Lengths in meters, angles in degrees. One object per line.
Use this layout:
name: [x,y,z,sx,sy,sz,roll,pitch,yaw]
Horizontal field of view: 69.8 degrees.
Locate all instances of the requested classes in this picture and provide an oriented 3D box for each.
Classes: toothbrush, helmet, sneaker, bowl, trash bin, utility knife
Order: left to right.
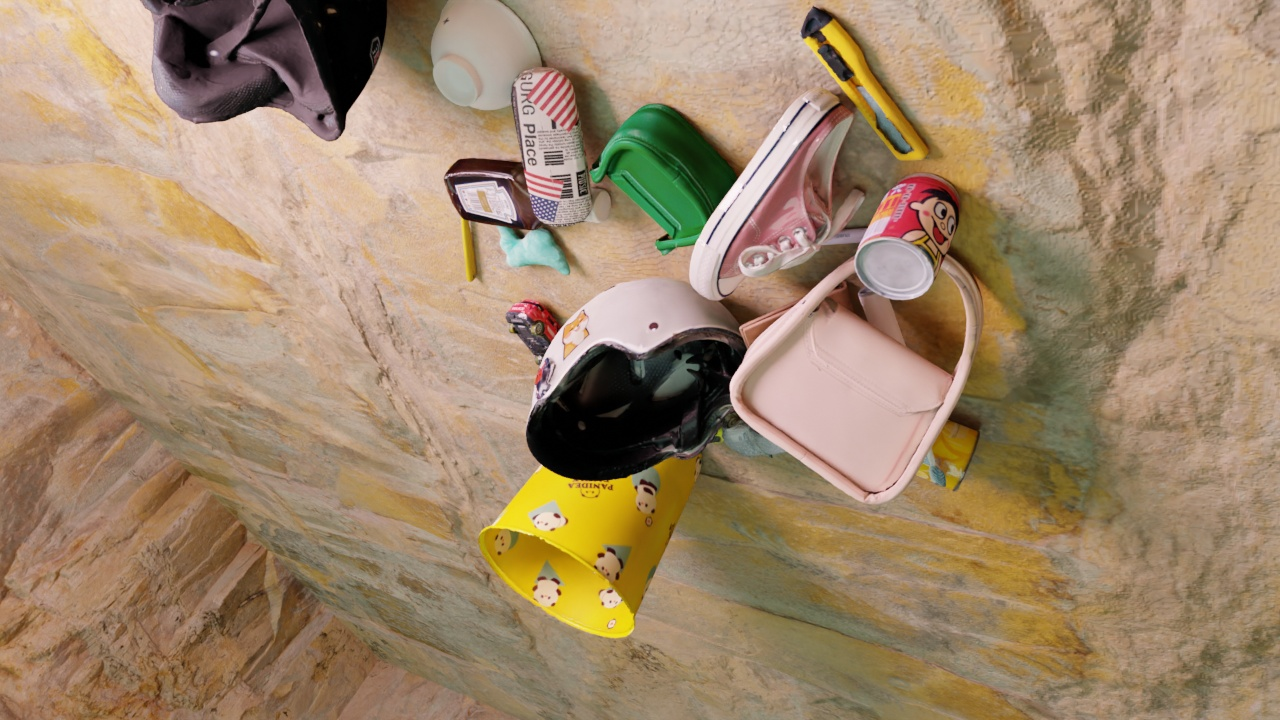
helmet: [-0.341,-0.334,0.824,0.274,0.229,0.234,39,161,-7]
toothbrush: [-0.219,-0.165,1.129,0.016,0.015,0.190,28,147,16]
bowl: [-0.161,-0.284,0.886,0.118,0.064,0.118,22,145,16]
trash bin: [-0.051,0.198,1.234,0.230,0.254,0.230,23,145,17]
helmet: [-0.006,0.006,1.017,0.229,0.156,0.275,23,134,-36]
sneaker: [0.123,-0.123,0.813,0.088,0.118,0.242,45,138,12]
toothbrush: [0.146,-0.117,0.884,0.190,0.029,0.021,1,175,37]
utility knife: [0.179,-0.216,0.732,0.156,0.015,0.033,45,148,-18]
toothbrush: [0.262,0.029,0.904,0.026,0.026,0.221,-126,12,-75]

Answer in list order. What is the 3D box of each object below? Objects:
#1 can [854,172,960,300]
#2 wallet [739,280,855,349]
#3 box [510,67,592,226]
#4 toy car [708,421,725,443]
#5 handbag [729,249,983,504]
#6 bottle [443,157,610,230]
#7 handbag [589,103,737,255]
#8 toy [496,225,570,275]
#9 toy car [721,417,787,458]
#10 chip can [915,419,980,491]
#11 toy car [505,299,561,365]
can: [0.224,-0.105,0.764,0.066,0.093,0.067,22,145,16]
wallet: [0.167,-0.019,0.932,0.115,0.020,0.101,-25,127,4]
box: [-0.086,-0.209,0.905,0.069,0.052,0.164,8,129,17]
toy car: [0.058,0.087,1.184,0.105,0.032,0.048,12,147,-2]
handbag: [0.214,-0.003,0.851,0.193,0.093,0.235,33,114,0]
bottle: [-0.124,-0.179,1.007,0.195,0.043,0.080,12,142,28]
handbag: [0.019,-0.168,0.880,0.131,0.067,0.120,41,147,-12]
toy: [-0.135,-0.136,1.086,0.092,0.030,0.096,-5,125,40]
toy car: [0.151,0.093,1.127,0.121,0.036,0.054,-13,126,45]
chip can: [0.247,0.068,0.986,0.213,0.071,0.072,23,145,15]
toy car: [-0.127,-0.032,1.196,0.053,0.045,0.120,9,146,35]
